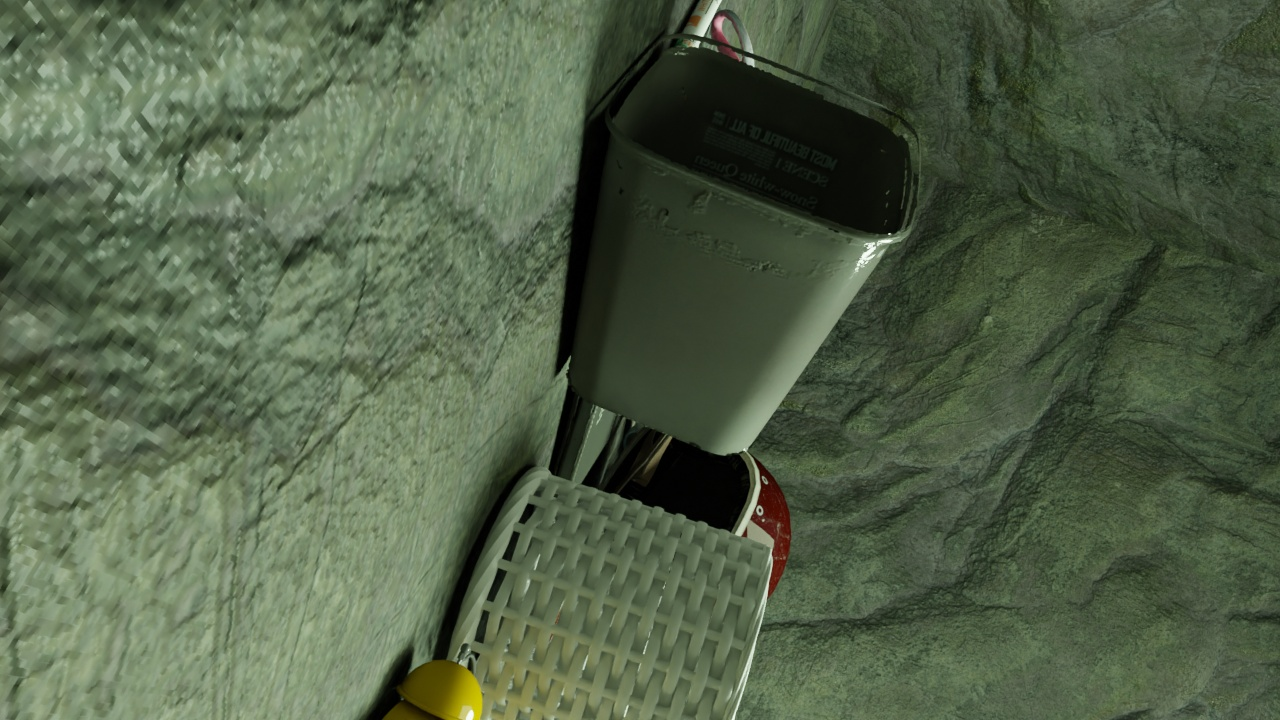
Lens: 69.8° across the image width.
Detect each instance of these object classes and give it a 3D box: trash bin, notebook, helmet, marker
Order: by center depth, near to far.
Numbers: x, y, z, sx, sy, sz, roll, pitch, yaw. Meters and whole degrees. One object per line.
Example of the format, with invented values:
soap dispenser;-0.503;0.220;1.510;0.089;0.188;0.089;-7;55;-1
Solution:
trash bin;0.057;-0.072;0.652;0.196;0.197;0.221;-65;176;-50
marker;0.046;-0.265;0.716;0.017;0.017;0.145;98;13;-55
notebook;-0.030;0.024;0.836;0.208;0.029;0.170;-64;172;-64
helmet;0.038;0.165;0.972;0.233;0.253;0.234;-56;-175;-4

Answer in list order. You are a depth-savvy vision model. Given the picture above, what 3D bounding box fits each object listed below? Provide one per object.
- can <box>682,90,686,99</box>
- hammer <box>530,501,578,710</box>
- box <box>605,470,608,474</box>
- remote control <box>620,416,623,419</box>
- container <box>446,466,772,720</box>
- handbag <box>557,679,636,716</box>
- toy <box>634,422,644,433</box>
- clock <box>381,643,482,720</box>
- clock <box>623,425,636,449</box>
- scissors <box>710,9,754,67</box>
can;0.050;-0.170;0.782;0.067;0.068;0.105;-50;157;-70
hammer;-0.083;0.247;0.888;0.110;0.028;0.301;-77;-179;-52
box;0.060;0.210;1.156;0.110;0.231;0.094;-22;130;-82
remote control;-0.006;0.006;1.027;0.046;0.009;0.124;-45;153;-74
container;-0.020;0.194;0.669;0.189;0.187;0.189;19;88;-84
handbag;-0.074;0.490;1.130;0.132;0.184;0.229;-36;128;-82
toy;0.049;0.011;1.090;0.131;0.106;0.205;65;42;-75
clock;-0.133;0.238;0.521;0.114;0.052;0.151;101;15;-45
clock;0.029;0.131;1.186;0.045;0.122;0.160;-37;173;-30
scissors;0.094;-0.214;0.798;0.179;0.016;0.108;65;-25;26
